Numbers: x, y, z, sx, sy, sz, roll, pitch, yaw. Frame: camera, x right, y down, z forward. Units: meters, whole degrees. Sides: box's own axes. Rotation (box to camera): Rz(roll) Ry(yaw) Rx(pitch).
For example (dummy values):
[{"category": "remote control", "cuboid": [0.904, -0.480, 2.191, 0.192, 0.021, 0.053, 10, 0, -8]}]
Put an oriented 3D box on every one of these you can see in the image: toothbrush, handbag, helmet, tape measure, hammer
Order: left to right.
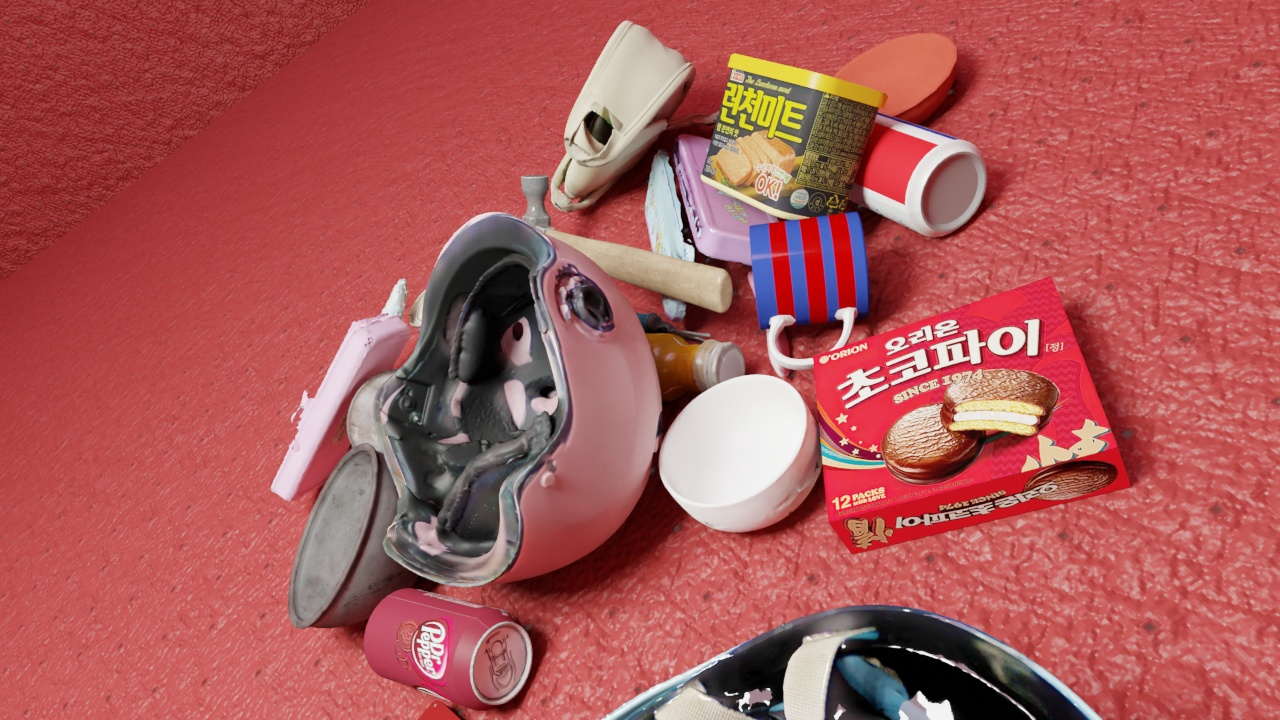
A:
[{"category": "tape measure", "cuboid": [-0.131, 0.253, 0.590, 0.059, 0.019, 0.051, 15, 62, 48]}, {"category": "helmet", "cuboid": [-0.076, 0.027, 0.643, 0.231, 0.152, 0.255, -40, 53, 41]}, {"category": "hammer", "cuboid": [-0.022, -0.087, 0.777, 0.030, 0.119, 0.331, -11, 19, -31]}, {"category": "handbag", "cuboid": [-0.004, -0.225, 0.898, 0.184, 0.132, 0.229, -58, 4, -9]}, {"category": "toothbrush", "cuboid": [0.099, -0.032, 0.699, 0.016, 0.021, 0.134, -36, 32, 22]}, {"category": "helmet", "cuboid": [0.064, 0.226, 0.325, 0.266, 0.167, 0.225, -23, 36, 17]}]

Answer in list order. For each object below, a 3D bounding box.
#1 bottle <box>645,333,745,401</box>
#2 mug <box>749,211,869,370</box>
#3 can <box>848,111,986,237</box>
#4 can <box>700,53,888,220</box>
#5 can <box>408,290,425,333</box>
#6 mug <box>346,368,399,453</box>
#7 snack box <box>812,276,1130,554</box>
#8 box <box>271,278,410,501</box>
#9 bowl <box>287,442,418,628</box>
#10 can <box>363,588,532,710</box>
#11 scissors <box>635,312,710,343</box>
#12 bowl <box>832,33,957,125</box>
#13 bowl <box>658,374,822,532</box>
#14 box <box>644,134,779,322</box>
[{"category": "bottle", "cuboid": [-0.004, 0.004, 0.718, 0.186, 0.053, 0.053, 1, 52, 42]}, {"category": "mug", "cuboid": [0.120, -0.046, 0.642, 0.076, 0.075, 0.111, -6, 64, 10]}, {"category": "can", "cuboid": [0.193, -0.146, 0.696, 0.070, 0.070, 0.132, -40, 36, -3]}, {"category": "can", "cuboid": [0.111, -0.168, 0.700, 0.131, 0.072, 0.101, 43, 122, 55]}, {"category": "can", "cuboid": [-0.174, -0.033, 0.886, 0.067, 0.076, 0.067, -24, 38, 20]}, {"category": "mug", "cuboid": [-0.175, 0.054, 0.797, 0.122, 0.096, 0.110, -30, 33, -35]}, {"category": "snack box", "cuboid": [0.184, 0.032, 0.542, 0.152, 0.036, 0.132, -20, 40, 24]}, {"category": "box", "cuboid": [-0.273, 0.030, 0.872, 0.202, 0.059, 0.155, -56, 6, 23]}, {"category": "bowl", "cuboid": [-0.212, 0.144, 0.717, 0.145, 0.067, 0.144, -38, 39, 38]}, {"category": "can", "cuboid": [-0.131, 0.193, 0.618, 0.114, 0.063, 0.063, -1, 50, 40]}, {"category": "scissors", "cuboid": [-0.004, -0.026, 0.751, 0.150, 0.121, 0.019, 23, 76, 6]}, {"category": "bowl", "cuboid": [0.218, -0.231, 0.796, 0.122, 0.035, 0.121, -23, 39, 20]}, {"category": "bowl", "cuboid": [0.069, 0.065, 0.592, 0.105, 0.054, 0.104, -24, 37, 19]}, {"category": "box", "cuboid": [0.055, -0.115, 0.803, 0.213, 0.089, 0.093, -98, 22, -55]}]
